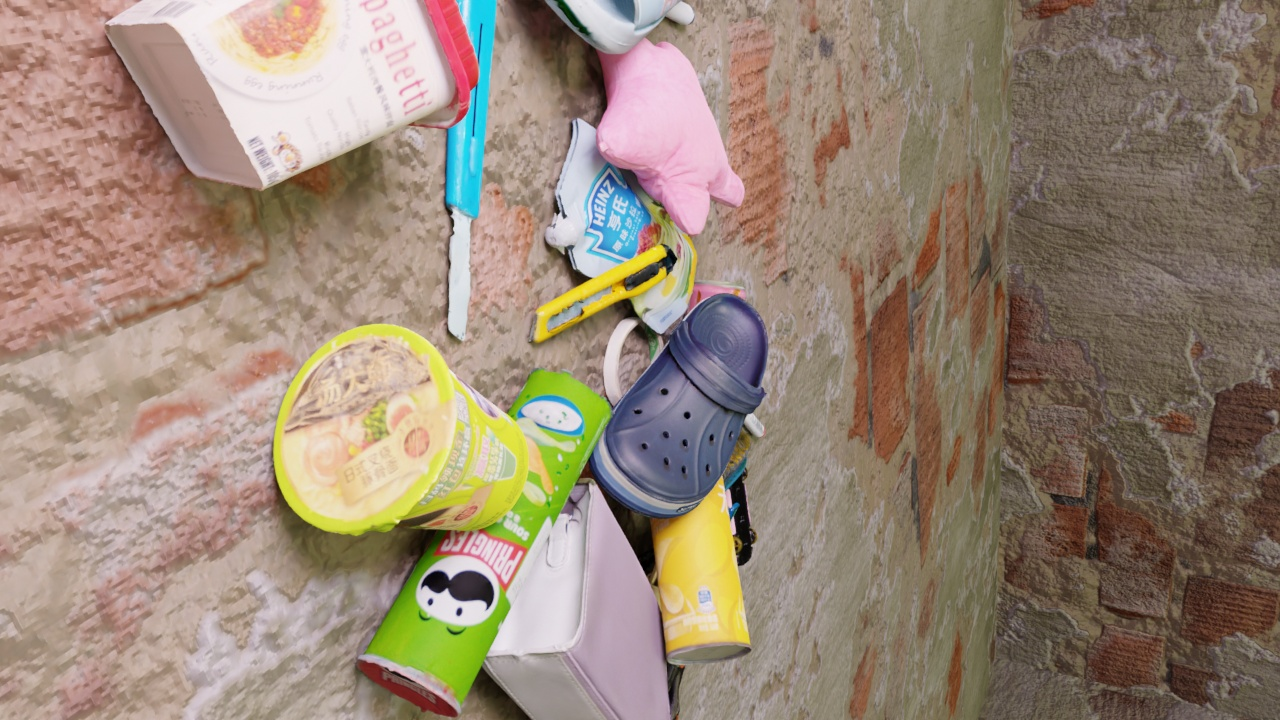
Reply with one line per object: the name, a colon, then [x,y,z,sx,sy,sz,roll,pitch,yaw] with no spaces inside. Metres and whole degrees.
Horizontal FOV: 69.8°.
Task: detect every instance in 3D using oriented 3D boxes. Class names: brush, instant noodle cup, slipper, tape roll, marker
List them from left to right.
instant noodle cup: [-0.161,-0.146,0.427,0.124,0.117,0.116,-43,133,-32]
instant noodle cup: [-0.124,0.051,0.529,0.123,0.112,0.111,40,61,-63]
tape roll: [-0.005,0.005,0.810,0.085,0.014,0.086,-18,111,-58]
slipper: [0.000,-0.300,0.671,0.104,0.074,0.244,51,41,-12]
marker: [0.010,-0.307,0.774,0.130,0.018,0.022,-10,94,-59]
brush: [0.060,0.118,0.907,0.143,0.055,0.074,-36,149,-51]
slipper: [0.054,0.026,0.753,0.105,0.095,0.252,40,45,-5]
marker: [0.110,0.053,1.015,0.145,0.017,0.017,46,56,-53]

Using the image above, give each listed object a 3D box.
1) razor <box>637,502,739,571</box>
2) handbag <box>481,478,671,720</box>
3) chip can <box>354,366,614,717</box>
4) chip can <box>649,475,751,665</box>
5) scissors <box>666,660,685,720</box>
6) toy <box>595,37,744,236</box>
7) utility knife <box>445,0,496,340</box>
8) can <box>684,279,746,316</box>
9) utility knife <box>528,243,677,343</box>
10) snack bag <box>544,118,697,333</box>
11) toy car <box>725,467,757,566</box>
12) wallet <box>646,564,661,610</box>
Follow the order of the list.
razor: [0.042,0.175,0.903,0.142,0.022,0.043,-18,137,-45]
handbag: [-0.043,0.206,0.699,0.144,0.099,0.197,-78,153,-44]
chip can: [-0.096,0.113,0.616,0.235,0.072,0.072,-62,144,-33]
chip can: [0.042,0.144,0.781,0.072,0.072,0.213,43,34,-54]
scissors: [0.031,0.309,0.921,0.152,0.022,0.234,20,79,-59]
toy: [0.011,-0.191,0.722,0.178,0.075,0.194,-35,101,-57]
utility knife: [-0.113,-0.125,0.596,0.034,0.018,0.225,-6,102,-60]
can: [0.068,-0.003,0.890,0.057,0.058,0.147,4,92,-60]
utility knife: [-0.026,-0.053,0.717,0.156,0.015,0.033,-32,132,-32]
snack bag: [-0.012,-0.104,0.756,0.191,0.039,0.110,37,70,-53]
toy car: [0.098,0.163,0.999,0.056,0.037,0.122,-3,85,-64]
wallet: [0.030,0.207,0.864,0.087,0.024,0.115,-6,125,-52]
